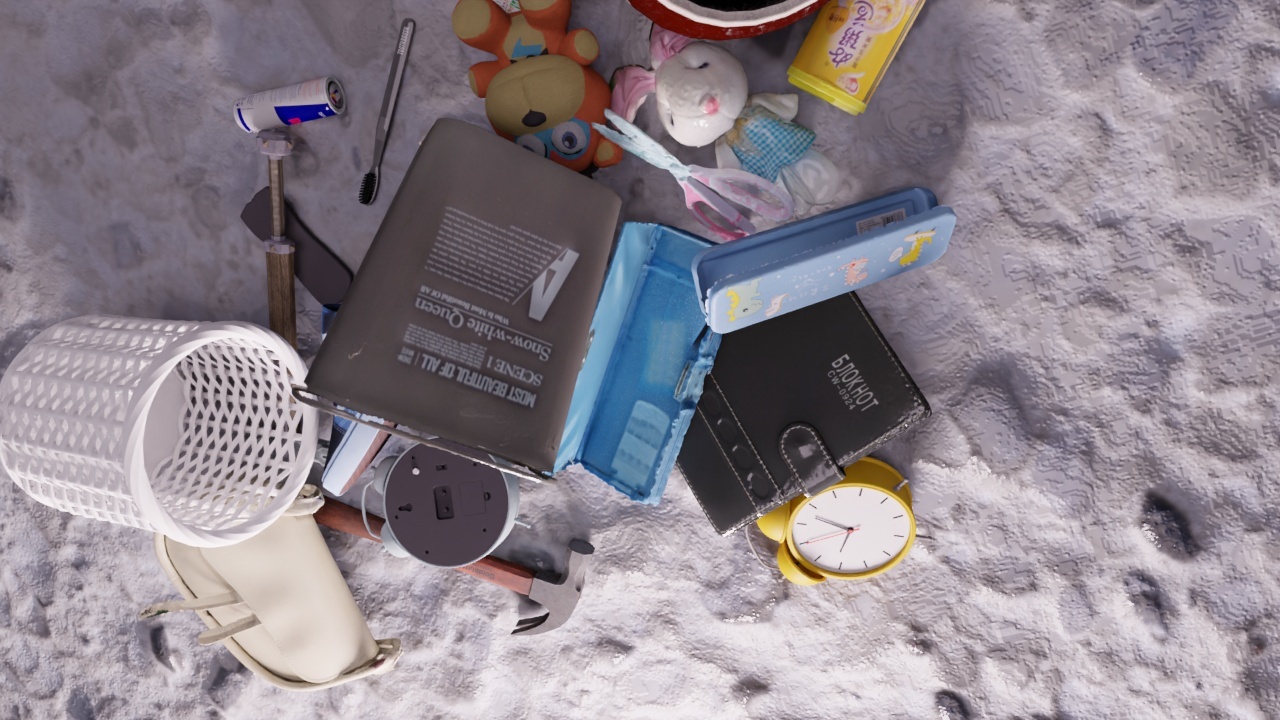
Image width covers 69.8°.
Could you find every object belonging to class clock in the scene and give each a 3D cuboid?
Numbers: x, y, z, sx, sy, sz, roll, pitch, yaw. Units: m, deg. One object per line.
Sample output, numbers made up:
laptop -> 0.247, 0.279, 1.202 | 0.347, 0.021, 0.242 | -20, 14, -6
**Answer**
clock -> -0.188, 0.132, 0.865 | 0.159, 0.045, 0.122 | -9, 88, 10
clock -> 0.168, 0.144, 0.804 | 0.152, 0.052, 0.113 | -20, 117, 16

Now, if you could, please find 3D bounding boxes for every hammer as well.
hammer -> -0.202, 0.188, 0.910 | 0.301, 0.028, 0.111 | 18, 107, 6
hammer -> -0.339, -0.056, 0.856 | 0.147, 0.028, 0.317 | 11, 111, 15

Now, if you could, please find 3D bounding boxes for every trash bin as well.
trash bin -> -0.132, -0.044, 0.711 | 0.197, 0.198, 0.220 | 22, 84, -20

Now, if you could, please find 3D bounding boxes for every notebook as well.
notebook -> 0.114, 0.034, 0.775 | 0.209, 0.029, 0.169 | -36, 71, 21

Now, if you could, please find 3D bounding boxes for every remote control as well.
remote control -> -0.318, -0.104, 0.857 | 0.046, 0.009, 0.124 | -40, 96, 19

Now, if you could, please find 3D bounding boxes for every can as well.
can -> 0.163, -0.246, 0.693 | 0.067, 0.067, 0.105 | 28, 109, 2
can -> -0.310, -0.225, 0.808 | 0.095, 0.032, 0.032 | -8, 104, 13

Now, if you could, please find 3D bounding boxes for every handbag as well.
handbag -> -0.360, 0.228, 0.890 | 0.184, 0.131, 0.229 | -15, 108, 23

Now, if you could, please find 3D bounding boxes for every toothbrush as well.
toothbrush -> -0.223, -0.216, 0.806 | 0.013, 0.013, 0.167 | 21, 106, 4

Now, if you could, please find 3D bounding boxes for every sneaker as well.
sneaker -> -0.254, 0.002, 0.839 | 0.098, 0.083, 0.241 | 27, 101, 0

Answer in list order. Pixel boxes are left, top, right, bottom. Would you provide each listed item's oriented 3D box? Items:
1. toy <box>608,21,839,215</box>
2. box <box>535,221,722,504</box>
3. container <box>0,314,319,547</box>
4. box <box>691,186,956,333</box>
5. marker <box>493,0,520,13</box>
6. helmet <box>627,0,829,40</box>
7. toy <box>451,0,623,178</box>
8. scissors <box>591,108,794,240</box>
toy -> 0.065, -0.183, 0.712 | 0.205, 0.105, 0.131 | 41, 112, -1
box -> -0.006, 0.004, 0.754 | 0.094, 0.110, 0.232 | 27, 105, 28
container -> -0.420, 0.055, 0.809 | 0.187, 0.188, 0.189 | 5, 107, 27
box -> 0.147, -0.074, 0.712 | 0.210, 0.064, 0.069 | -17, 111, -7
marker -> -0.157, -0.319, 0.760 | 0.145, 0.017, 0.017 | 29, 109, 2
helmet -> 0.048, -0.327, 0.591 | 0.233, 0.253, 0.234 | -18, 116, 10
toy -> -0.076, -0.215, 0.738 | 0.112, 0.096, 0.176 | -13, 123, 19
scissors -> 0.044, -0.151, 0.711 | 0.179, 0.016, 0.108 | 36, 156, -26
